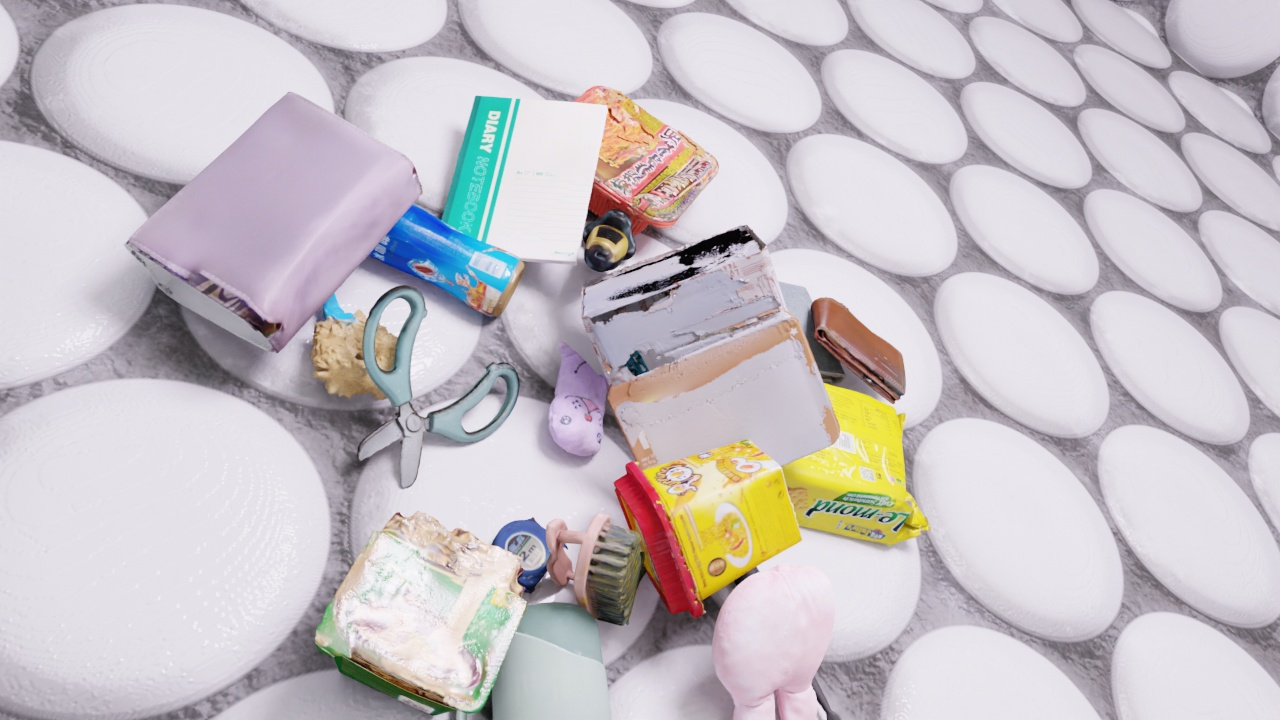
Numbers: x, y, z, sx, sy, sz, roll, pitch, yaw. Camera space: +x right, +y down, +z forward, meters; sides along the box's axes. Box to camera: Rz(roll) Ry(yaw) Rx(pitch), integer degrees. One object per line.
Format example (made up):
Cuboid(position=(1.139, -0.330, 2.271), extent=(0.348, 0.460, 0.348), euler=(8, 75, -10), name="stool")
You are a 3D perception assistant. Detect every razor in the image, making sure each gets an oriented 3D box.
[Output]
Cuboid(position=(-0.035, -0.119, 0.940), extent=(0.062, 0.068, 0.167), euler=(24, 12, -4), name="razor")

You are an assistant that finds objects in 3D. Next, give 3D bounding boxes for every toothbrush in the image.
Cuboid(position=(0.121, 0.235, 0.805), extent=(0.026, 0.027, 0.212), euler=(-34, 69, 6), name="toothbrush")

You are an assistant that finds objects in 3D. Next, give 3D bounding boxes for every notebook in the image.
Cuboid(position=(-0.123, -0.194, 0.966), extent=(0.150, 0.012, 0.208), euler=(5, 63, 5), name="notebook")

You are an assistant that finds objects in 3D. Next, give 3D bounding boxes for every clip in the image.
Cuboid(position=(-0.005, 0.005, 0.926), extent=(0.014, 0.045, 0.057), euler=(-11, 63, -36), name="clip")

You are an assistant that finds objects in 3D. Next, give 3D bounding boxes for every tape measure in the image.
Cuboid(position=(-0.096, 0.159, 0.755), extent=(0.054, 0.025, 0.058), euler=(36, 43, 6), name="tape measure")

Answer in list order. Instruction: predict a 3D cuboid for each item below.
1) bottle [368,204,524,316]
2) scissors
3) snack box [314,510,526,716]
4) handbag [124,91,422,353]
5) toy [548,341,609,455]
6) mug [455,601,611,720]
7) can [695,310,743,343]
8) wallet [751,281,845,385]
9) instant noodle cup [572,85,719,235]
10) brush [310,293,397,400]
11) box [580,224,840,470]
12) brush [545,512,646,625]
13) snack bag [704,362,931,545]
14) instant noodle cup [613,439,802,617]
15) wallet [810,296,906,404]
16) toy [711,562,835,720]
Cuboid(position=(-0.222, -0.116, 0.885), extent=(0.218, 0.065, 0.065), euler=(26, 47, -4), name="bottle")
Cuboid(position=(-0.170, 0.024, 0.794), extent=(0.181, 0.019, 0.170), euler=(6, 81, -43), name="scissors")
Cuboid(position=(-0.154, 0.190, 0.647), extent=(0.118, 0.106, 0.117), euler=(27, 49, -4), name="snack box")
Cuboid(position=(-0.301, -0.115, 0.781), extent=(0.145, 0.098, 0.196), euler=(27, 66, 18), name="handbag")
Cuboid(position=(-0.055, 0.044, 0.859), extent=(0.084, 0.039, 0.107), euler=(36, 41, -27), name="toy")
Cuboid(position=(-0.080, 0.241, 0.668), extent=(0.112, 0.082, 0.106), euler=(-13, 56, 3), name="mug")
Cuboid(position=(0.083, -0.070, 1.004), extent=(0.058, 0.059, 0.116), euler=(11, 51, -19), name="can")
Cuboid(position=(0.167, -0.033, 1.034), extent=(0.106, 0.037, 0.129), euler=(9, 51, -35), name="wallet")
Cuboid(position=(-0.020, -0.224, 1.061), extent=(0.189, 0.079, 0.164), euler=(36, 48, 4), name="instant noodle cup")
Cuboid(position=(-0.281, -0.064, 0.831), extent=(0.083, 0.046, 0.254), euler=(-11, 55, -32), name="brush")
Cuboid(position=(0.058, -0.003, 0.853), extent=(0.157, 0.181, 0.198), euler=(-102, 169, -73), name="box")
Cuboid(position=(-0.037, 0.157, 0.702), extent=(0.073, 0.146, 0.063), euler=(17, 65, 10), name="brush")
Cuboid(position=(0.172, 0.087, 0.919), extent=(0.246, 0.068, 0.157), euler=(15, 49, -17), name="snack bag")
Cuboid(position=(0.057, 0.130, 0.758), extent=(0.123, 0.116, 0.116), euler=(-22, 108, -9), name="instant noodle cup")
Cuboid(position=(0.238, -0.015, 1.006), extent=(0.124, 0.032, 0.101), euler=(37, 26, -8), name="wallet")
Cuboid(position=(0.107, 0.238, 0.733), extent=(0.121, 0.159, 0.054), euler=(-7, 13, -33), name="toy")
